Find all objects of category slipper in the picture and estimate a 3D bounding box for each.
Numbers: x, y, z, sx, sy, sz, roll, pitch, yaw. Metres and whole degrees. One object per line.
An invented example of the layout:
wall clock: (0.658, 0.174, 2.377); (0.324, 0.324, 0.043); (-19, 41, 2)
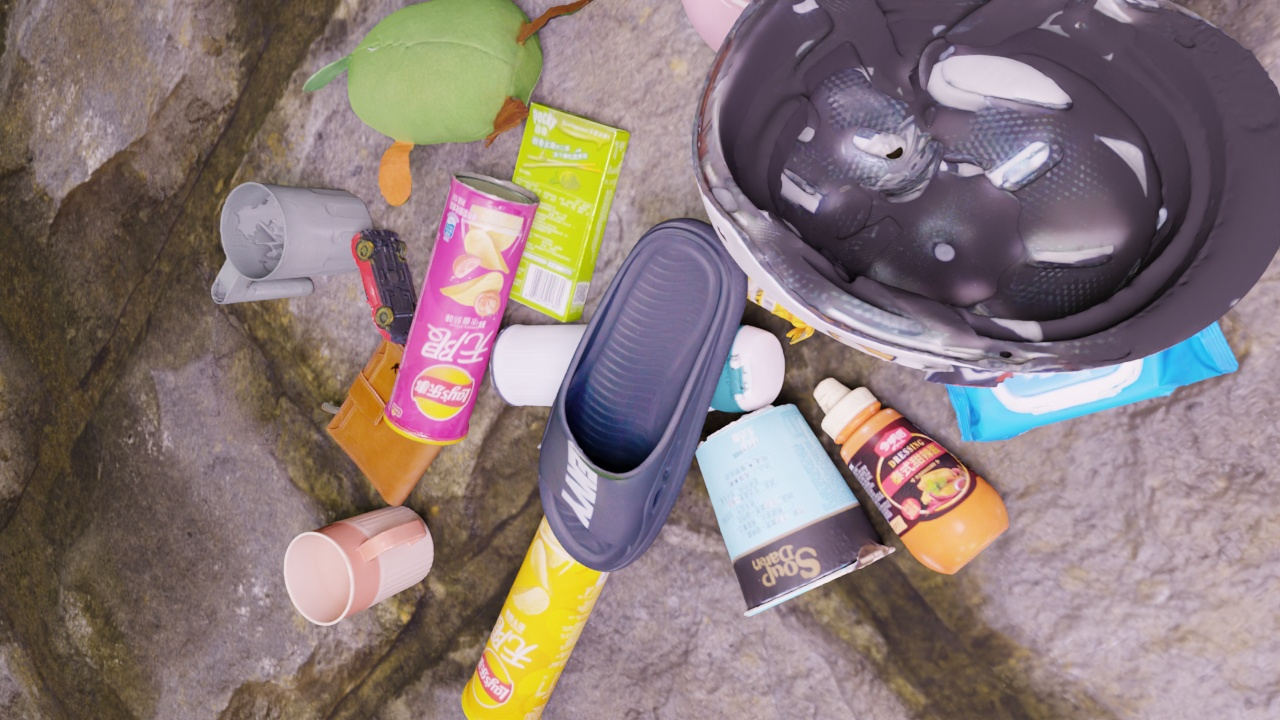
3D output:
slipper: (-0.018, 0.032, 0.613); (0.111, 0.083, 0.269); (32, 116, 22)

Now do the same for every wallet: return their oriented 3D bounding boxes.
wallet: (-0.228, 0.049, 0.844); (0.119, 0.035, 0.131); (42, 114, 12)

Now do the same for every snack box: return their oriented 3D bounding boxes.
snack box: (-0.068, -0.118, 0.732); (0.086, 0.026, 0.156); (24, 108, 25)

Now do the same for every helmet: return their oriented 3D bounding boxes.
helmet: (0.166, -0.092, 0.496); (0.274, 0.157, 0.229); (17, 79, 10)

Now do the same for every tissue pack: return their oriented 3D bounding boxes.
tissue pack: (0.256, -0.011, 0.551); (0.157, 0.052, 0.095); (-20, 87, 30)

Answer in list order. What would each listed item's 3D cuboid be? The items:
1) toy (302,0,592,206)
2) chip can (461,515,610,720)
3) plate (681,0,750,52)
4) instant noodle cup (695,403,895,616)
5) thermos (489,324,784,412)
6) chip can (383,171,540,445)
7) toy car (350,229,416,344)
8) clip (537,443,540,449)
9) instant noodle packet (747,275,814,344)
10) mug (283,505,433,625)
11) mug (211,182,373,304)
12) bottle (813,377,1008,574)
toy: (-0.150, -0.227, 0.723); (0.247, 0.090, 0.226); (14, 75, 37)
chip can: (-0.079, 0.210, 0.756); (0.072, 0.072, 0.214); (33, 111, 22)
plate: (0.100, -0.290, 0.609); (0.193, 0.039, 0.192); (4, 98, 29)
instant noodle cup: (0.098, 0.097, 0.630); (0.111, 0.111, 0.120); (-33, 72, 28)
thermos: (-0.004, 0.004, 0.689); (0.225, 0.073, 0.073); (1, 97, 31)
chip can: (-0.143, -0.039, 0.730); (0.071, 0.071, 0.211); (30, 111, 23)
toy car: (-0.225, -0.064, 0.814); (0.031, 0.049, 0.106); (-20, 87, 30)
clip: (-0.061, 0.063, 0.755); (0.058, 0.026, 0.042); (-33, 88, 32)
instant noodle packet: (0.104, -0.089, 0.631); (0.111, 0.044, 0.128); (38, 109, 27)
mug: (-0.240, 0.173, 0.821); (0.115, 0.105, 0.081); (-34, 80, 28)
mug: (-0.317, -0.102, 0.830); (0.083, 0.103, 0.124); (49, 117, 15)
bottle: (0.170, 0.068, 0.608); (0.149, 0.066, 0.067); (49, 116, 23)
